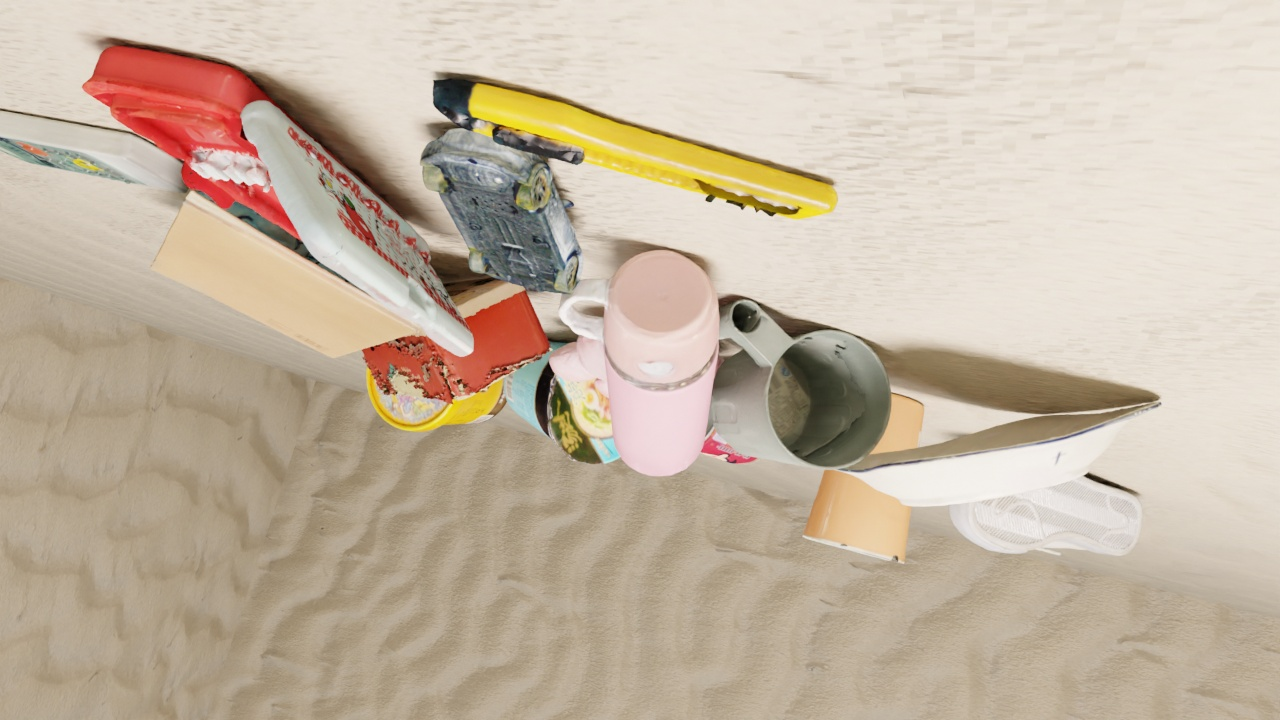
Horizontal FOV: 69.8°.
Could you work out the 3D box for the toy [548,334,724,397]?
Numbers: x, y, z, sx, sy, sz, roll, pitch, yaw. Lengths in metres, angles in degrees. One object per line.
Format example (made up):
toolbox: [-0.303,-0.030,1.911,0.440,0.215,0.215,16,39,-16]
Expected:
toy: [-0.004,0.004,0.708,0.121,0.054,0.160,25,161,-32]

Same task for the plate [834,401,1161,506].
plate: [0.211,0.061,0.561,0.164,0.034,0.164,-11,175,-8]

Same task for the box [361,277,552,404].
box: [-0.142,-0.009,0.675,0.091,0.077,0.169,-30,-163,-30]

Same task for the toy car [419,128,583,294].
toy car: [-0.060,-0.068,0.427,0.054,0.036,0.121,14,161,14]

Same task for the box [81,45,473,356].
box: [-0.159,-0.075,0.464,0.160,0.065,0.201,34,175,12]

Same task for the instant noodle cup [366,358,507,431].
instant noodle cup: [-0.202,0.017,0.956,0.119,0.118,0.114,11,178,25]

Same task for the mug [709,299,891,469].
mug: [0.084,0.012,0.588,0.124,0.083,0.103,44,167,-9]

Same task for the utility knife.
utility knife: [-0.003,-0.076,0.339,0.154,0.015,0.033,15,174,-1]

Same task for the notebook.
notebook: [-0.248,-0.046,0.623,0.149,0.012,0.212,32,160,-26]

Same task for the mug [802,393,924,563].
mug: [0.179,0.088,0.712,0.078,0.122,0.078,15,172,2]

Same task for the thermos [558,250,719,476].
thermos: [0.002,0.008,0.551,0.087,0.067,0.199,5,156,5]

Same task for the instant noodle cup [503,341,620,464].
instant noodle cup: [-0.066,0.029,0.852,0.111,0.111,0.121,21,177,-35]

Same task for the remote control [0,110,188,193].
remote control: [-0.349,-0.130,0.571,0.135,0.019,0.056,13,171,15]

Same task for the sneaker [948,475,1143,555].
sneaker: [0.346,0.128,0.830,0.242,0.089,0.091,13,178,-32]

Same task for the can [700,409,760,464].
can: [0.081,0.064,0.909,0.093,0.066,0.067,22,169,-42]

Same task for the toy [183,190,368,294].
toy: [-0.236,-0.070,0.649,0.161,0.049,0.156,8,163,-4]
